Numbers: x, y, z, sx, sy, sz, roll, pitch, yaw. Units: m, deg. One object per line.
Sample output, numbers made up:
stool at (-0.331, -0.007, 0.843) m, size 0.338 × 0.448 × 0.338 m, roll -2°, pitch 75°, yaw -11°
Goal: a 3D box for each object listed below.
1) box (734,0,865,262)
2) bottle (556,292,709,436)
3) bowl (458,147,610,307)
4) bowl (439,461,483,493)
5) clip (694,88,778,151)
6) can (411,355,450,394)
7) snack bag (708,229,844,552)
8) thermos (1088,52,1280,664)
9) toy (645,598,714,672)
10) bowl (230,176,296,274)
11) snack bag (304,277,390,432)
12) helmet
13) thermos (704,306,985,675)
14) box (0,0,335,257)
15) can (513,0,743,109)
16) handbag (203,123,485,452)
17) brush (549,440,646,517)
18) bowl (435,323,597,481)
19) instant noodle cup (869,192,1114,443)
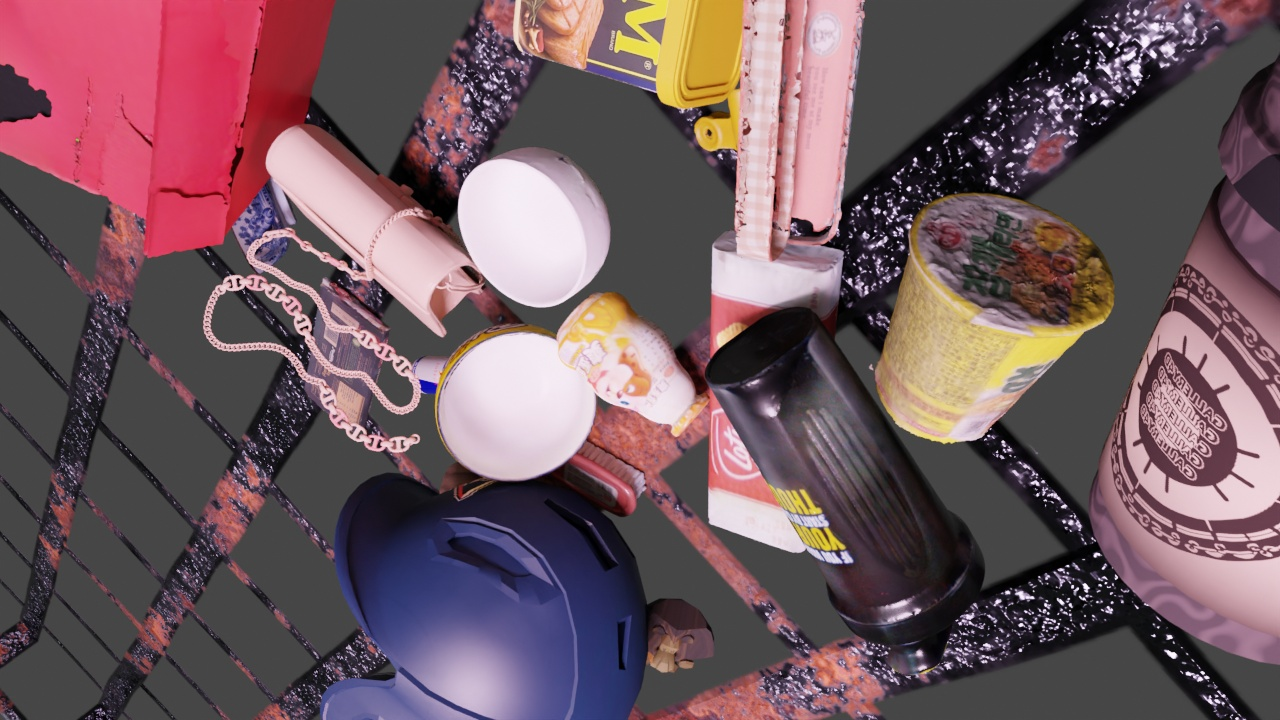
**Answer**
box at (0.080, -0.137, 0.470) m, size 0.054 × 0.078 × 0.187 m, roll -123°, pitch 25°, yaw -52°
bottle at (-0.004, 0.004, 0.627) m, size 0.109 × 0.063 × 0.063 m, roll 40°, pitch 134°, yaw 5°
bowl at (-0.065, -0.093, 0.613) m, size 0.105 × 0.054 × 0.105 m, roll 20°, pitch 128°, yaw 27°
bowl at (-0.146, 0.151, 0.848) m, size 0.119 × 0.032 × 0.119 m, roll 18°, pitch 128°, yaw 25°
clip at (0.054, -0.130, 0.521) m, size 0.049 × 0.045 × 0.054 m, roll -9°, pitch 117°, yaw 12°
can at (-0.148, 0.013, 0.757) m, size 0.095 × 0.032 × 0.032 m, roll 1°, pitch 119°, yaw 35°
snack bag at (0.083, 0.027, 0.598) m, size 0.077 × 0.041 × 0.226 m, roll 15°, pitch 125°, yaw 24°
thermos at (0.284, 0.004, 0.360) m, size 0.173 × 0.172 × 0.227 m, roll 24°, pitch 136°, yaw 21°
toy at (0.022, 0.238, 0.771) m, size 0.076 × 0.062 × 0.100 m, roll 18°, pitch 136°, yaw 1°
bowl at (-0.314, -0.132, 0.753) m, size 0.114 × 0.045 × 0.114 m, roll 159°, pitch 90°, yaw -76°
snack bag at (-0.274, 0.001, 0.848) m, size 0.074 × 0.018 × 0.156 m, roll 38°, pitch 134°, yaw 9°
helmet at (-0.114, 0.186, 0.701) m, size 0.272 × 0.232 × 0.223 m, roll 46°, pitch 101°, yaw 15°
thermos at (0.124, 0.075, 0.538) m, size 0.098 × 0.097 × 0.221 m, roll -17°, pitch 116°, yaw 41°
box at (-0.332, -0.136, 0.530) m, size 0.107 × 0.408 × 0.212 m, roll 43°, pitch 135°, yaw 5°
can at (0.001, -0.209, 0.462) m, size 0.104 × 0.075 × 0.135 m, roll 24°, pitch 120°, yaw 24°
handbag at (-0.217, -0.044, 0.657) m, size 0.199 × 0.187 × 0.116 m, roll 41°, pitch 175°, yaw 5°
brush at (-0.072, 0.071, 0.743) m, size 0.172 × 0.030 × 0.041 m, roll 27°, pitch 132°, yaw 16°
bowl at (-0.096, 0.025, 0.688) m, size 0.067 × 0.117 × 0.117 m, roll -130°, pitch 19°, yaw -66°
instant noodle cup at (0.171, -0.015, 0.474) m, size 0.102 × 0.102 × 0.108 m, roll 29°, pitch 141°, yaw 17°
